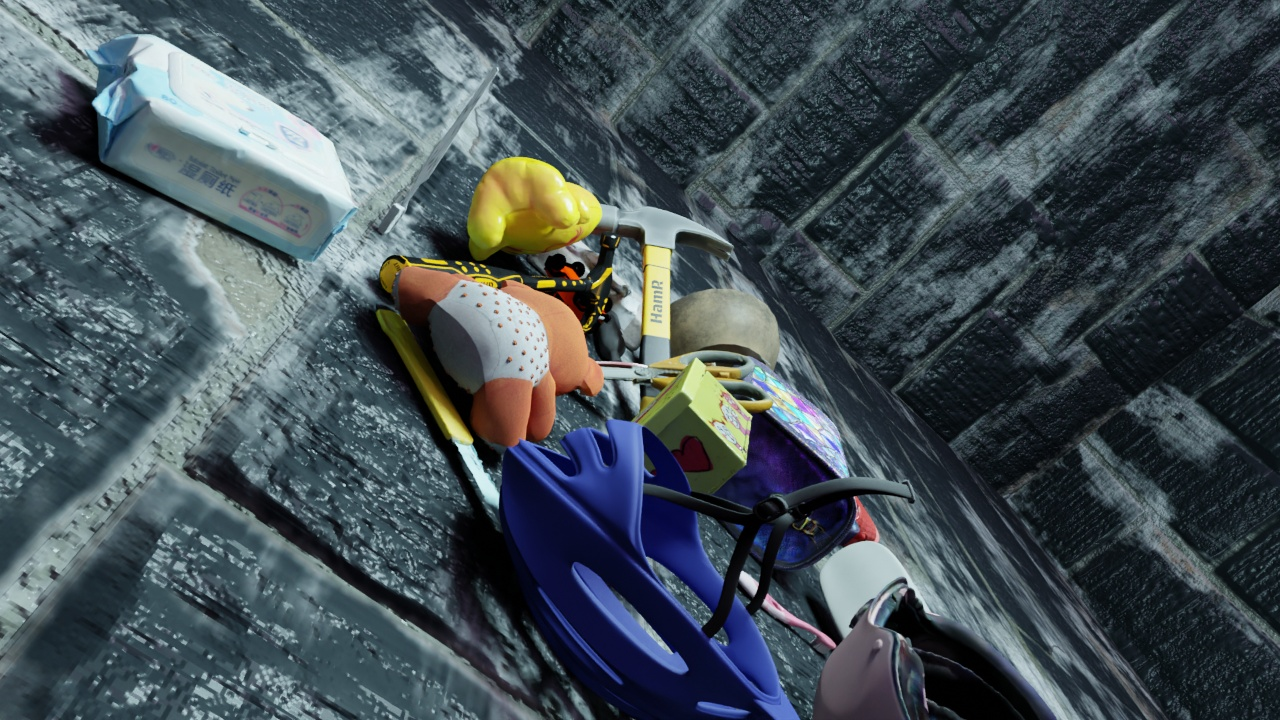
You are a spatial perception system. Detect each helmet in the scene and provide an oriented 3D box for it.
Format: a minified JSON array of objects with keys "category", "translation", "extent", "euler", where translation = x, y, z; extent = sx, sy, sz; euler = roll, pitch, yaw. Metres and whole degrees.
[{"category":"helmet","translation":[0.228,0.298,0.686],"extent":[0.230,0.153,0.254],"euler":[42,20,14]},{"category":"helmet","translation":[0.037,0.103,0.554],"extent":[0.241,0.228,0.147],"euler":[52,7,18]}]

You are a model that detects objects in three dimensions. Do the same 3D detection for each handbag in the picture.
[{"category":"handbag","translation":[0.154,0.118,1.013],"extent":[0.222,0.126,0.204],"euler":[42,15,-3]}]

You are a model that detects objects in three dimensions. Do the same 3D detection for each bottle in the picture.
[{"category":"bottle","translation":[-0.033,-0.021,1.058],"extent":[0.030,0.030,0.112],"euler":[38,17,-25]}]

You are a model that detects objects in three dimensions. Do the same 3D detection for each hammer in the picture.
[{"category":"hammer","translation":[0.021,-0.045,1.015],"extent":[0.170,0.034,0.323],"euler":[9,54,-9]},{"category":"hammer","translation":[-0.120,-0.071,0.868],"extent":[0.036,0.123,0.319],"euler":[24,15,27]}]

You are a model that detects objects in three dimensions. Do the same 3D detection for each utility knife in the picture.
[{"category":"utility knife","translation":[-0.143,0.032,0.656],"extent":[0.030,0.019,0.218],"euler":[19,26,-53]}]

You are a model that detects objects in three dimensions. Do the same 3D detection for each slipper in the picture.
[{"category":"slipper","translation":[0.262,0.191,1.240],"extent":[0.248,0.059,0.103],"euler":[31,21,-40]},{"category":"slipper","translation":[0.257,0.298,0.891],"extent":[0.081,0.113,0.265],"euler":[59,5,-38]}]

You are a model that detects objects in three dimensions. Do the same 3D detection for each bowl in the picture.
[{"category":"bowl","translation":[0.092,-0.006,1.119],"extent":[0.162,0.163,0.070],"euler":[35,34,-35]}]

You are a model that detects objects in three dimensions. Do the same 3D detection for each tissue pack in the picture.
[{"category":"tissue pack","translation":[-0.291,-0.152,0.642],"extent":[0.181,0.070,0.112],"euler":[30,23,-43]},{"category":"tissue pack","translation":[-0.052,-0.098,1.148],"extent":[0.181,0.071,0.103],"euler":[45,14,-17]}]

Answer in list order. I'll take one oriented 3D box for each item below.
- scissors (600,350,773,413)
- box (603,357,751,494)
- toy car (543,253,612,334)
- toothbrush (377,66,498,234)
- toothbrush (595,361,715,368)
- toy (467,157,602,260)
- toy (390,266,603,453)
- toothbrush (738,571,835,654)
[{"category":"scissors","translation":[0.019,0.021,0.891],"extent":[0.227,0.016,0.134],"euler":[-1,29,-19]},{"category":"box","translation":[0.024,0.073,0.759],"extent":[0.082,0.124,0.220],"euler":[46,11,3]},{"category":"toy car","translation":[-0.076,-0.076,1.052],"extent":[0.100,0.049,0.051],"euler":[53,18,24]},{"category":"toothbrush","translation":[-0.178,-0.181,0.801],"extent":[0.010,0.182,0.010],"euler":[41,19,2]},{"category":"toothbrush","translation":[-0.006,0.005,0.935],"extent":[0.184,0.015,0.015],"euler":[3,66,-22]},{"category":"toy","translation":[-0.120,-0.159,0.974],"extent":[0.193,0.134,0.087],"euler":[-22,94,-82]},{"category":"toy","translation":[-0.107,-0.010,0.732],"extent":[0.163,0.093,0.172],"euler":[53,21,12]},{"category":"toothbrush","translation":[0.134,0.238,0.868],"extent":[0.135,0.016,0.021],"euler":[39,16,-14]}]
